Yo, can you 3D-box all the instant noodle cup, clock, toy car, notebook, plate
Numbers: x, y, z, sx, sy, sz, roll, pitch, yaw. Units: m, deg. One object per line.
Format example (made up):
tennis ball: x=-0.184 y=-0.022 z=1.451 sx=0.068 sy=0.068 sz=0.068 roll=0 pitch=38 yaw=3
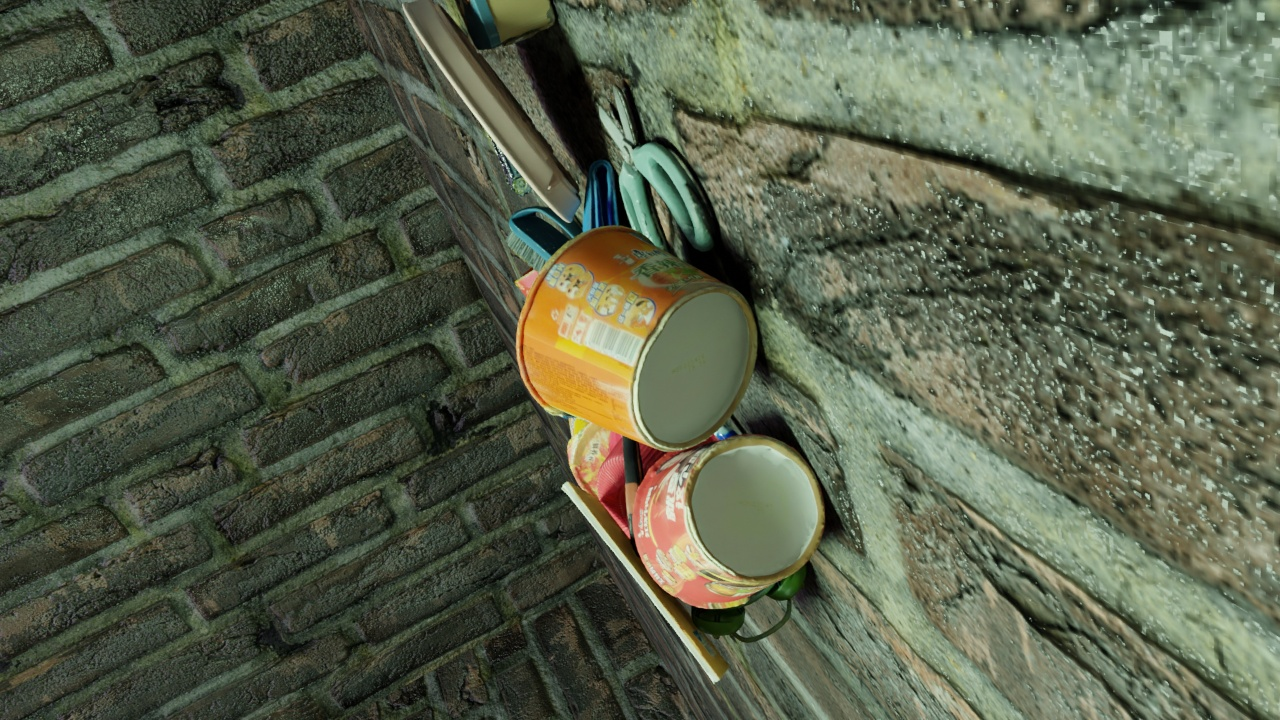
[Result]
instant noodle cup: x=-0.019 y=0.083 z=1.043 sx=0.109 sy=0.138 sz=0.138 roll=-120 pitch=8 yaw=-60
instant noodle cup: x=0.070 y=0.118 z=0.710 sx=0.138 sy=0.137 sz=0.109 roll=62 pitch=161 yaw=9
clock: x=0.080 y=0.175 z=0.809 sx=0.161 sy=0.116 sz=0.056 roll=61 pitch=176 yaw=-12
toy car: x=-0.164 y=-0.257 z=1.154 sx=0.049 sy=0.031 sz=0.106 roll=42 pitch=158 yaw=61
instant noodle cup: x=0.004 y=-0.010 z=0.653 sx=0.111 sy=0.151 sz=0.151 roll=26 pitch=145 yaw=43
notebook: x=0.009 y=0.198 z=0.828 sx=0.206 sy=0.010 sz=0.146 roll=49 pitch=177 yaw=16
plate: x=-0.122 y=-0.220 z=0.804 sx=0.229 sy=0.028 sz=0.229 roll=53 pitch=-174 yaw=-9
instant noodle cup: x=0.025 y=0.138 z=0.909 sx=0.194 sy=0.065 sz=0.194 roll=25 pitch=132 yaw=31

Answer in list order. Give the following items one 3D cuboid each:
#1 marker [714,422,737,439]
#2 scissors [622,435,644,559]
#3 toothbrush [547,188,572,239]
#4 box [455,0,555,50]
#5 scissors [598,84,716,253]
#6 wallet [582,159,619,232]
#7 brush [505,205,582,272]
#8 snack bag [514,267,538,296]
marker: x=0.048 y=0.038 z=0.827 sx=0.146 sy=0.016 sz=0.017 roll=44 pitch=161 yaw=26
scissors: x=-0.009 y=0.060 z=0.832 sx=0.182 sy=0.015 sz=0.208 roll=81 pitch=-175 yaw=-47
toothbrush: x=-0.088 y=-0.156 z=1.083 sx=0.016 sy=0.016 sz=0.180 roll=16 pitch=133 yaw=65
box: x=-0.135 y=-0.346 z=0.734 sx=0.184 sy=0.063 sz=0.090 roll=66 pitch=169 yaw=-22
scissors: x=0.014 y=-0.117 z=0.696 sx=0.170 sy=0.019 sz=0.175 roll=55 pitch=166 yaw=41
wallet: x=-0.039 y=-0.107 z=0.846 sx=0.133 sy=0.040 sz=0.106 roll=107 pitch=161 yaw=-75
brush: x=-0.097 y=-0.132 z=1.052 sx=0.144 sy=0.055 sz=0.074 roll=42 pitch=127 yaw=27
snack bag: x=-0.091 y=-0.041 z=1.258 sx=0.208 sy=0.073 sz=0.128 roll=60 pitch=174 yaw=-10
